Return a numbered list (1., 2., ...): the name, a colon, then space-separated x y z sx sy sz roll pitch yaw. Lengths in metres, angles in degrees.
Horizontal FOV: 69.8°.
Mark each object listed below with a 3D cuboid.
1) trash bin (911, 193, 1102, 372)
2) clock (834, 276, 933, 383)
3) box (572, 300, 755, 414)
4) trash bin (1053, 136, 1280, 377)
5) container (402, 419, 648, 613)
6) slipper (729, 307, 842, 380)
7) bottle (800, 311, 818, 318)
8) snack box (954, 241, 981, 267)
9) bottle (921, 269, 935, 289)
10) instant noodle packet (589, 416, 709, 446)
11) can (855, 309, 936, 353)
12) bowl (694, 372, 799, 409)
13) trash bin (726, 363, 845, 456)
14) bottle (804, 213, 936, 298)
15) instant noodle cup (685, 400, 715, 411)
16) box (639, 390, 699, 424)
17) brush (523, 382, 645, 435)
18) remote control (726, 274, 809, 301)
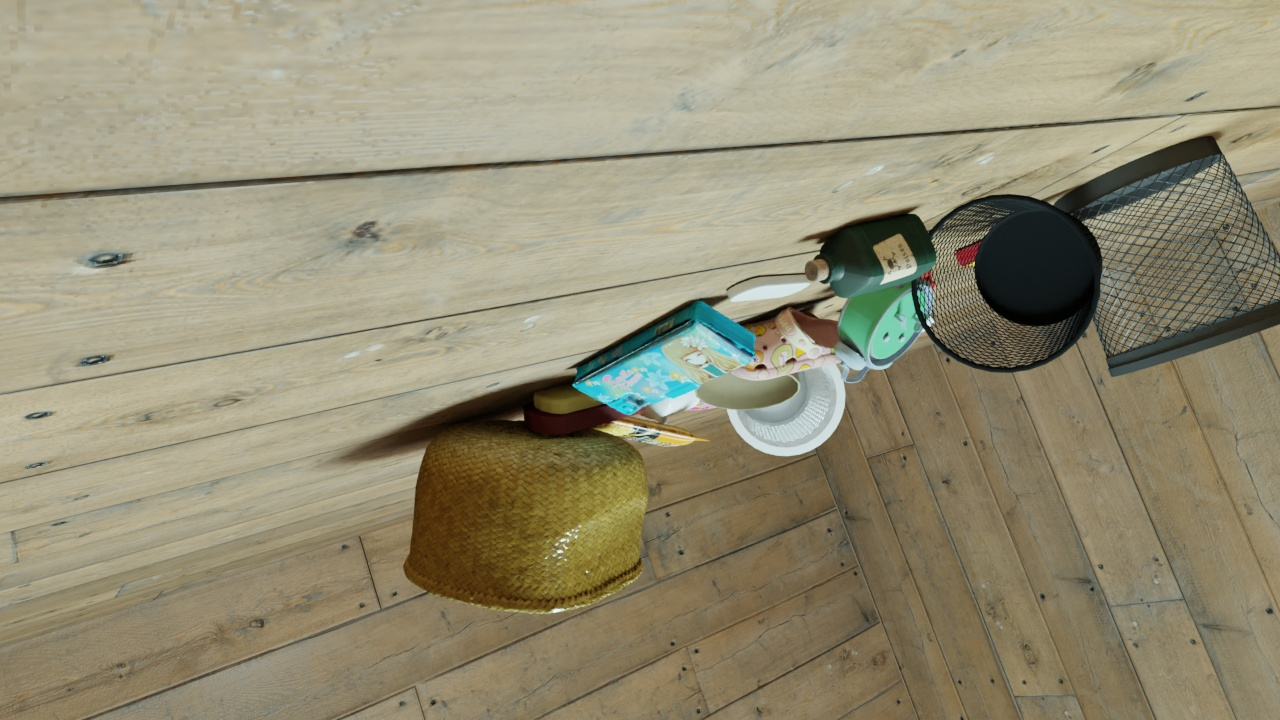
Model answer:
1. trash bin: 0.427 -0.096 1.032 0.185 0.184 0.209 -25 176 34
2. clock: 0.312 -0.039 1.195 0.121 0.075 0.162 -1 123 -46
3. box: 0.023 0.005 1.056 0.094 0.041 0.227 31 143 -28
4. trash bin: 0.644 -0.124 1.119 0.217 0.227 0.218 -19 172 -3
5. container: -0.147 0.185 1.202 0.307 0.196 0.307 3 -177 0
6. slipper: 0.200 -0.036 1.239 0.197 0.093 0.082 -8 133 -12
7. bottle: 0.239 -0.029 1.377 0.068 0.068 0.157 -20 172 5
8. snack box: 0.507 -0.165 1.264 0.133 0.021 0.089 -24 172 29
9. bottle: 0.374 -0.097 1.331 0.041 0.042 0.142 -17 172 -20
10. instant noodle packet: -0.030 0.098 1.365 0.220 0.032 0.160 14 170 -25
11. can: 0.389 -0.065 1.452 0.136 0.078 0.078 -23 171 25
12. bowl: 0.154 0.020 1.334 0.152 0.050 0.152 0 155 0
13. trash bin: 0.241 0.056 1.604 0.195 0.195 0.199 -20 -178 3
14. bottle: 0.214 -0.097 0.883 0.131 0.061 0.061 -15 169 -28
15. instant noodle cup: 0.115 0.036 1.459 0.109 0.097 0.097 -15 174 22
16. box: 0.026 0.056 1.399 0.142 0.083 0.139 -39 164 33
17. brush: -0.073 0.055 1.213 0.173 0.042 0.082 -13 -162 -39
18. remote control: 0.142 -0.080 1.004 0.043 0.013 0.136 -26 170 38
